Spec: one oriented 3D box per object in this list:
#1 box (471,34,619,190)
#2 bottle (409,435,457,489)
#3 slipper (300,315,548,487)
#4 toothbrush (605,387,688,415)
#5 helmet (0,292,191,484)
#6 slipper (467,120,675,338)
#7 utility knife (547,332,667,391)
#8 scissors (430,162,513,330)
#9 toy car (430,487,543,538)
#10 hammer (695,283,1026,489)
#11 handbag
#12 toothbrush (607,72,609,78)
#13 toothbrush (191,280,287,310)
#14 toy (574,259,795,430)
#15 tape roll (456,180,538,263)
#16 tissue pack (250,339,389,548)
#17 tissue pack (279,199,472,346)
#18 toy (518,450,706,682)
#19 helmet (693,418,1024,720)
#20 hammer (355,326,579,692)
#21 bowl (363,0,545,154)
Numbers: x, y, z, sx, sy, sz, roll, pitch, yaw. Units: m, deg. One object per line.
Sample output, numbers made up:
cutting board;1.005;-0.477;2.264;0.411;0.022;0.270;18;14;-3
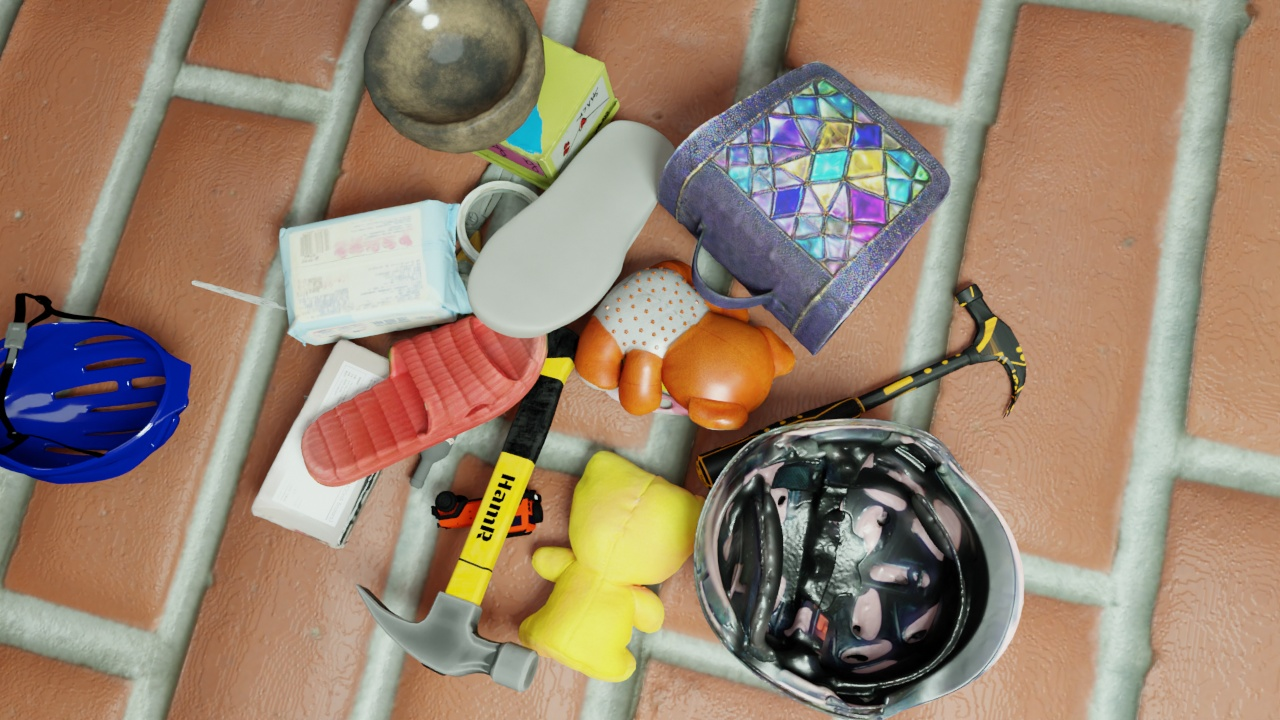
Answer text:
box;-0.147;-0.270;0.914;0.221;0.082;0.124;26;80;16
bottle;-0.191;0.070;0.881;0.030;0.030;0.113;24;82;10
slipper;-0.195;0.024;0.821;0.248;0.059;0.103;-32;58;-9
toothbrush;0.031;0.044;0.873;0.135;0.016;0.021;14;80;11
helmet;-0.535;0.024;0.824;0.241;0.228;0.147;-5;69;3
slipper;-0.060;-0.116;0.871;0.113;0.081;0.265;31;66;4
utility knife;-0.005;0.005;0.881;0.218;0.019;0.030;18;76;4
scissors;-0.188;-0.132;0.928;0.134;0.016;0.227;18;80;10
toy car;-0.141;0.142;0.851;0.100;0.051;0.048;-9;76;4
hammer;0.201;0.045;0.847;0.320;0.036;0.123;-24;78;-2
handbag;0.137;-0.128;0.825;0.221;0.126;0.205;-41;78;-15
toothbrush;-0.048;-0.209;0.929;0.015;0.016;0.184;7;79;7
toothbrush;-0.351;-0.051;0.843;0.010;0.181;0.010;-27;80;6
toy;0.044;-0.009;0.833;0.172;0.093;0.163;35;59;18
tape roll;-0.136;-0.133;0.911;0.093;0.013;0.093;2;78;-10
tissue pack;-0.289;0.076;0.879;0.104;0.071;0.181;24;84;-6
tissue pack;-0.253;-0.083;0.881;0.182;0.070;0.112;-10;77;3
toy;-0.033;0.184;0.816;0.134;0.087;0.193;25;83;14
helmet;0.171;0.171;0.763;0.255;0.152;0.229;7;77;5
hammer;-0.124;0.114;0.815;0.170;0.034;0.323;15;70;14
bowl;-0.162;-0.260;0.834;0.162;0.070;0.162;-2;74;8
